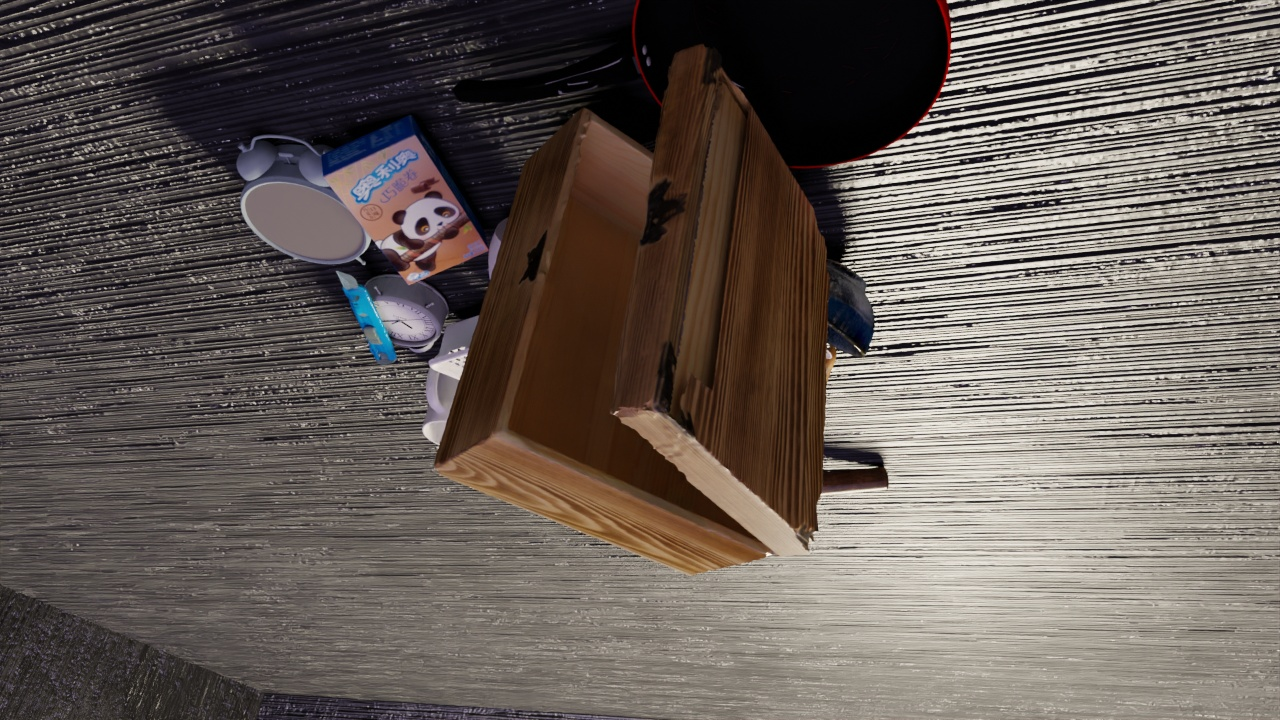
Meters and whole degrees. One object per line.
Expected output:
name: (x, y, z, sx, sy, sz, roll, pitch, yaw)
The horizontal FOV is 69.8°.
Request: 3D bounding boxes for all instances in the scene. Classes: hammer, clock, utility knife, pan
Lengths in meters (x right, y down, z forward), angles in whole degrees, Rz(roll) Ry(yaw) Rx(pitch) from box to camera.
hammer: (0.169, 0.170, 1.171, 0.301, 0.037, 0.217, -6, -179, 7)
clock: (-0.309, -0.150, 0.851, 0.122, 0.045, 0.159, 5, 149, 4)
utility knife: (-0.291, -0.042, 0.980, 0.031, 0.015, 0.174, 1, 146, 4)
clock: (-0.263, -0.047, 1.010, 0.094, 0.035, 0.123, 16, 146, -11)
pan: (0.031, -0.217, 0.644, 0.357, 0.067, 0.209, 3, 149, 22)

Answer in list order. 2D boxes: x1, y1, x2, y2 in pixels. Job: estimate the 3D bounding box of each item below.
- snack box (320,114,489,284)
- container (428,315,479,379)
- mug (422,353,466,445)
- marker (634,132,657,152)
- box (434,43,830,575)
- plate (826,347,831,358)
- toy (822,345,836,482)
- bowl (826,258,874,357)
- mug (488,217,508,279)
snack box: (-0.208, -0.139, 0.825, 0.087, 0.034, 0.151, -23, 143, 3)
container: (-0.162, -0.006, 1.019, 0.081, 0.049, 0.129, -15, 154, 33)
mug: (-0.220, 0.041, 1.088, 0.074, 0.090, 0.110, -4, 146, 19)
marker: (0.013, -0.176, 0.755, 0.145, 0.021, 0.023, -11, 165, 29)
box: (0.042, -0.019, 0.652, 0.257, 0.278, 0.216, 29, 144, -29)
plate: (0.129, -0.044, 0.881, 0.134, 0.011, 0.134, 34, 180, 0)
toy: (0.136, 0.086, 0.998, 0.198, 0.162, 0.203, -26, 133, -9)
bowl: (0.174, -0.058, 0.851, 0.114, 0.061, 0.114, 34, -179, -1)
mug: (-0.113, -0.077, 0.862, 0.071, 0.107, 0.090, 6, 140, 9)
